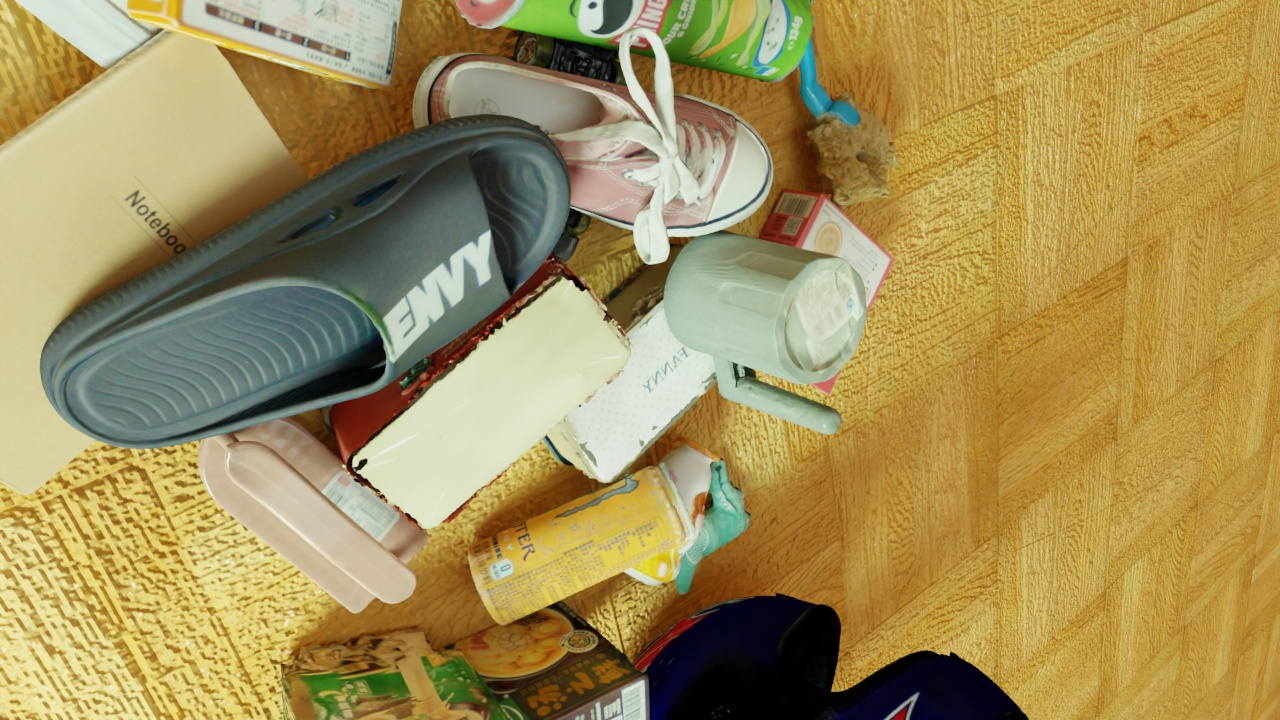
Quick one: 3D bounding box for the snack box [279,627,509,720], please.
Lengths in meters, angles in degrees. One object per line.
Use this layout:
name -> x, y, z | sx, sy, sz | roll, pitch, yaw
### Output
snack box -> -0.161, 0.247, 0.566 | 0.118, 0.117, 0.106 | 1, 109, -35

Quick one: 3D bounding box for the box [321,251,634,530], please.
box -> -0.090, 0.018, 0.536 | 0.168, 0.080, 0.091 | -41, 131, -3

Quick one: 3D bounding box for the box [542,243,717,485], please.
box -> -0.004, 0.004, 0.636 | 0.184, 0.059, 0.090 | -40, 124, -18

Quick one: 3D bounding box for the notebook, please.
notebook -> -0.250, -0.042, 0.427 | 0.207, 0.008, 0.148 | -44, 150, -16

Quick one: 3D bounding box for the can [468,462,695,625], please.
can -> -0.040, 0.123, 0.619 | 0.146, 0.058, 0.058 | -24, 121, -6

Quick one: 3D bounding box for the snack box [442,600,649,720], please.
snack box -> -0.076, 0.229, 0.622 | 0.125, 0.113, 0.053 | -15, 113, -34

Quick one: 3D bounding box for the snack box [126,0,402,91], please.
snack box -> -0.160, -0.175, 0.419 | 0.153, 0.026, 0.075 | -20, 123, -71

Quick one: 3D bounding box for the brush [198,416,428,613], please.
brush -> -0.184, 0.082, 0.515 | 0.063, 0.073, 0.146 | -46, 126, -15

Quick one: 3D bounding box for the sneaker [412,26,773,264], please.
sneaker -> -0.004, -0.117, 0.518 | 0.240, 0.088, 0.118 | 6, 102, -38

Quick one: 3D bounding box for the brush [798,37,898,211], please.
brush -> 0.125, -0.216, 0.665 | 0.083, 0.046, 0.255 | -53, 126, -30

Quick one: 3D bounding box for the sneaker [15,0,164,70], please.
sneaker -> -0.265, -0.217, 0.332 | 0.091, 0.089, 0.242 | -46, 133, 4

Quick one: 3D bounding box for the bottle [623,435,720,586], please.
bottle -> 0.019, 0.111, 0.685 | 0.063, 0.063, 0.108 | 32, 86, -40

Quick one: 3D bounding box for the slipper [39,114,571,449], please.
slipper -> -0.145, -0.018, 0.439 | 0.268, 0.083, 0.111 | -27, 140, -7

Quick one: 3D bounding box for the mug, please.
mug -> 0.082, -0.017, 0.589 | 0.083, 0.103, 0.124 | -28, 118, -27

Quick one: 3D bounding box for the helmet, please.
helmet -> 0.101, 0.298, 0.692 | 0.315, 0.240, 0.247 | -37, 143, -11

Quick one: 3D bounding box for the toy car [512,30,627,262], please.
toy car -> -0.056, -0.133, 0.556 | 0.070, 0.042, 0.158 | 11, 97, -39

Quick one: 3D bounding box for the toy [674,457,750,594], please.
toy -> 0.055, 0.130, 0.744 | 0.091, 0.030, 0.096 | -23, 111, -35

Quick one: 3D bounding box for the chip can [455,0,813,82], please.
chip can -> 0.008, -0.211, 0.529 | 0.235, 0.072, 0.072 | -8, 110, -45

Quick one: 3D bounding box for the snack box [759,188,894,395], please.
snack box -> 0.132, -0.053, 0.726 | 0.113, 0.044, 0.127 | 30, 86, -41
